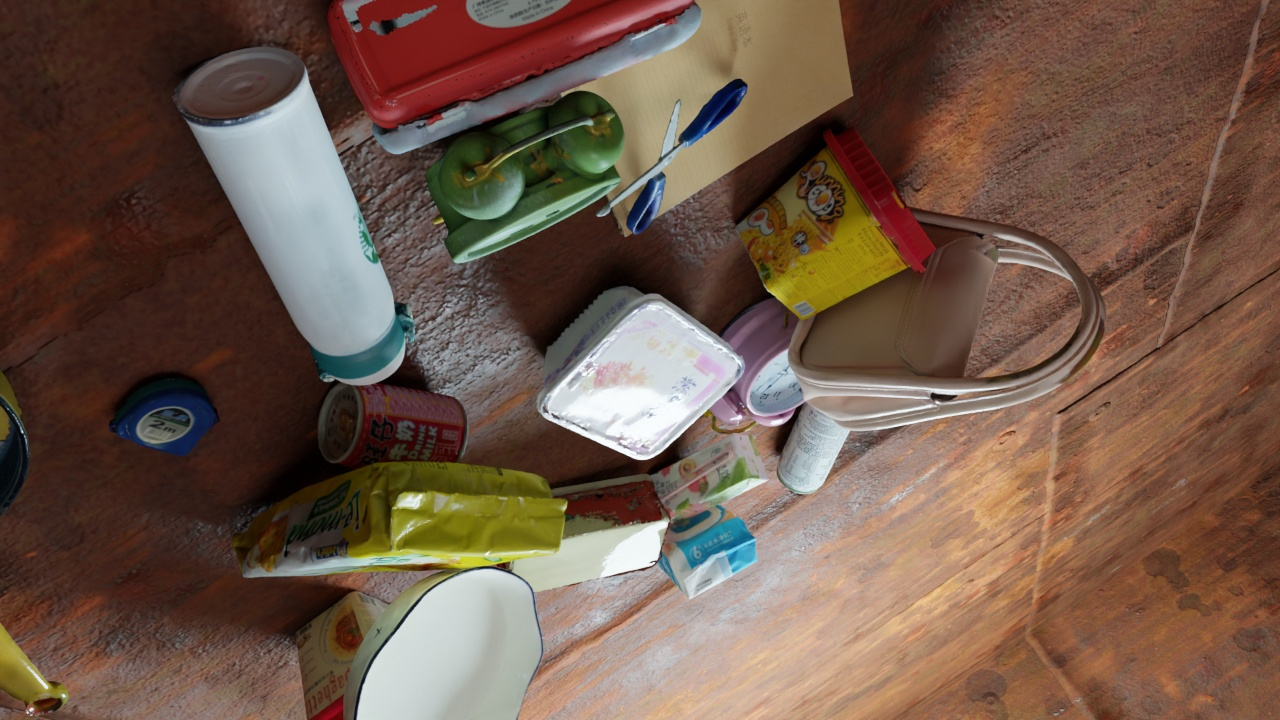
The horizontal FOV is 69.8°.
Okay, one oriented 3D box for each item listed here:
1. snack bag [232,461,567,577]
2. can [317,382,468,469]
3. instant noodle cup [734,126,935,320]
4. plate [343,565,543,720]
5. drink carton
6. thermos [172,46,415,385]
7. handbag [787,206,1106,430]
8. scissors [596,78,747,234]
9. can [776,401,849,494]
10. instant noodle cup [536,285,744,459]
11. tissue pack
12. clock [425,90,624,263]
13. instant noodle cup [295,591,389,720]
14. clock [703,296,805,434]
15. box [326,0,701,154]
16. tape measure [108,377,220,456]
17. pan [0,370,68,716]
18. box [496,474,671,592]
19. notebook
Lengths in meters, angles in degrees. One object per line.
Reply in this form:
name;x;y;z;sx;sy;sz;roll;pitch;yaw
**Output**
snack bag;-0.187;0.127;0.707;0.247;0.068;0.157;-18;159;40
can;-0.188;0.052;0.696;0.093;0.066;0.067;14;122;-45
instant noodle cup;0.156;-0.105;0.755;0.124;0.116;0.116;-34;144;20
plate;-0.170;0.272;0.796;0.204;0.046;0.205;-20;117;-48
drink carton;0.065;0.122;0.943;0.123;0.053;0.045;-31;153;30
thermos;-0.195;-0.072;0.555;0.073;0.073;0.225;-24;142;-14
handbag;0.257;-0.035;0.764;0.093;0.235;0.193;45;60;-42
scissors;0.018;-0.133;0.617;0.173;0.012;0.163;-47;174;-34
can;0.199;0.083;1.027;0.058;0.058;0.147;-12;137;-27
instant noodle cup;-0.005;0.005;0.788;0.138;0.060;0.173;-44;143;12
tissue pack;0.062;0.196;0.997;0.090;0.140;0.063;-27;103;-11
clock;-0.070;-0.111;0.552;0.116;0.056;0.161;-29;-174;-19
instant noodle cup;-0.259;0.295;0.862;0.116;0.124;0.116;-36;143;3
clock;0.122;0.013;0.892;0.117;0.059;0.159;6;129;-40
box;-0.068;-0.184;0.533;0.201;0.095;0.098;-25;176;-9
tape measure;-0.317;0.036;0.616;0.054;0.025;0.058;-43;146;9
pan;-0.449;0.115;0.559;0.197;0.078;0.358;-21;141;-16
box;-0.057;0.177;0.905;0.168;0.077;0.091;-7;132;-22
notebook;0.053;-0.194;0.654;0.211;0.012;0.149;-32;142;-3
